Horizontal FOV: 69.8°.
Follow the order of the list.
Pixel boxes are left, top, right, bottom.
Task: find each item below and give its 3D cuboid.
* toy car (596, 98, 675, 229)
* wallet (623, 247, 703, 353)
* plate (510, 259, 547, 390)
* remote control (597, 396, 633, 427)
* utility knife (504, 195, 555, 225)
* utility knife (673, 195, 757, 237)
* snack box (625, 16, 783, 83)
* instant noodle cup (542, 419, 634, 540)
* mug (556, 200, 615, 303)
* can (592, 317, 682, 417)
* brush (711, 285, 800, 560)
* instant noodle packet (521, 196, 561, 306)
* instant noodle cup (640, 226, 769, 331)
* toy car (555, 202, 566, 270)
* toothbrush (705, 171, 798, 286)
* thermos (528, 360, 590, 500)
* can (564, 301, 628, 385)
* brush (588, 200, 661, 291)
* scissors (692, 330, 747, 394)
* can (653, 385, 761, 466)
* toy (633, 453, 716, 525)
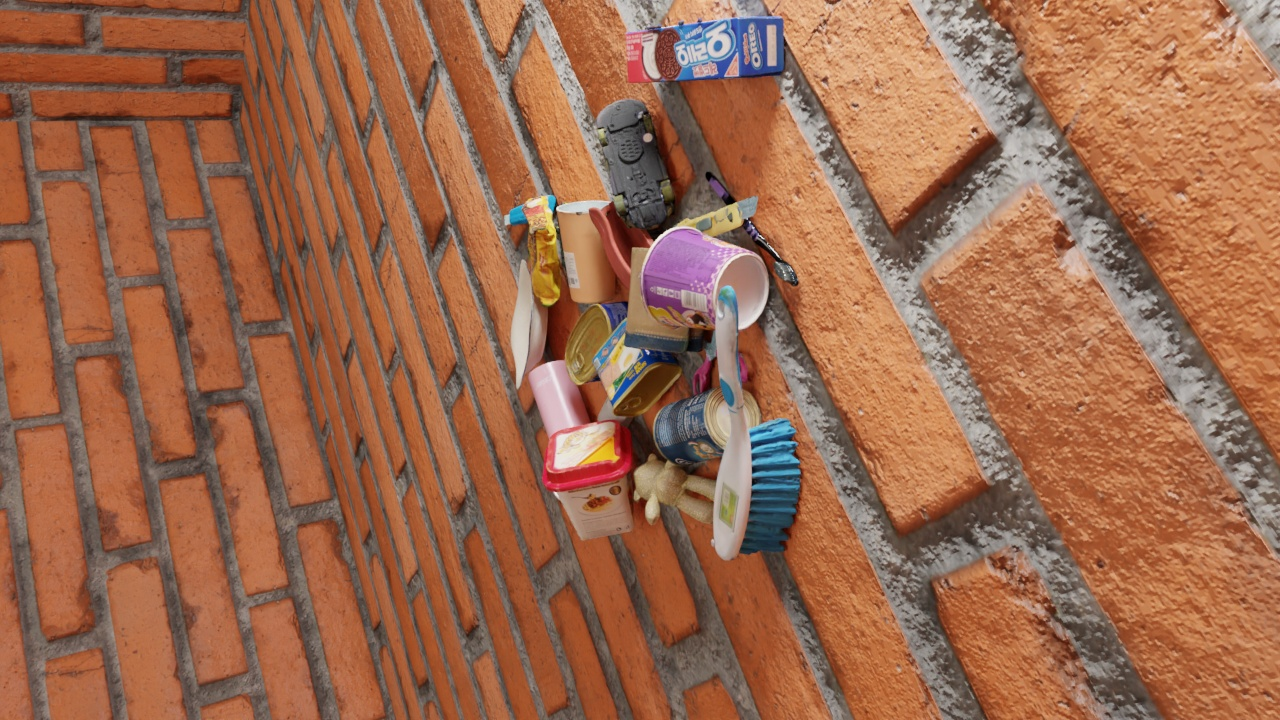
[{"bbox_3d":[-0.005,-0.230,1.074,0.042,0.070,0.158,32,-136,-78],"label":"toy car"},{"bbox_3d":[0.030,-0.068,1.034,0.033,0.090,0.115,-61,-24,-83],"label":"wallet"},{"bbox_3d":[-0.166,-0.053,1.382,0.164,0.034,0.164,-107,26,-53],"label":"plate"},{"bbox_3d":[-0.026,0.058,1.225,0.049,0.024,0.125,61,143,29],"label":"remote control"},{"bbox_3d":[-0.175,-0.224,1.399,0.182,0.018,0.034,3,86,60],"label":"utility knife"},{"bbox_3d":[0.080,-0.150,0.992,0.184,0.019,0.031,-8,95,60],"label":"utility knife"},{"bbox_3d":[0.061,-0.319,0.946,0.208,0.057,0.058,22,119,55],"label":"snack box"},{"bbox_3d":[-0.058,0.159,1.200,0.116,0.117,0.124,-92,-12,-60],"label":"instant noodle cup"},{"bbox_3d":[-0.066,-0.140,1.191,0.078,0.078,0.123,26,124,54],"label":"mug"},{"bbox_3d":[-0.007,0.007,1.132,0.102,0.057,0.083,-49,53,34],"label":"can"},{"bbox_3d":[0.110,0.070,0.920,0.060,0.109,0.315,38,129,52],"label":"brush"},{"bbox_3d":[-0.139,-0.155,1.294,0.110,0.044,0.129,-103,7,-53],"label":"instant noodle packet"},{"bbox_3d":[0.072,-0.079,0.955,0.099,0.111,0.112,18,114,46],"label":"instant noodle cup"},{"bbox_3d":[-0.095,-0.171,1.267,0.048,0.032,0.105,115,147,-55],"label":"toy car"},{"bbox_3d":[0.110,-0.140,0.954,0.189,0.016,0.014,58,137,35],"label":"toothbrush"},{"bbox_3d":[-0.110,0.105,1.323,0.087,0.067,0.198,-27,71,19],"label":"thermos"},{"bbox_3d":[-0.052,-0.023,1.220,0.149,0.049,0.074,-54,52,50],"label":"can"},{"bbox_3d":[-0.010,-0.137,1.100,0.145,0.069,0.063,61,143,29],"label":"brush"},{"bbox_3d":[0.082,-0.004,1.038,0.133,0.017,0.134,49,138,48],"label":"scissors"},{"bbox_3d":[0.073,0.072,1.014,0.111,0.075,0.075,-25,76,58],"label":"can"},{"bbox_3d":[0.048,0.156,1.102,0.157,0.066,0.105,12,75,53],"label":"toy"}]
